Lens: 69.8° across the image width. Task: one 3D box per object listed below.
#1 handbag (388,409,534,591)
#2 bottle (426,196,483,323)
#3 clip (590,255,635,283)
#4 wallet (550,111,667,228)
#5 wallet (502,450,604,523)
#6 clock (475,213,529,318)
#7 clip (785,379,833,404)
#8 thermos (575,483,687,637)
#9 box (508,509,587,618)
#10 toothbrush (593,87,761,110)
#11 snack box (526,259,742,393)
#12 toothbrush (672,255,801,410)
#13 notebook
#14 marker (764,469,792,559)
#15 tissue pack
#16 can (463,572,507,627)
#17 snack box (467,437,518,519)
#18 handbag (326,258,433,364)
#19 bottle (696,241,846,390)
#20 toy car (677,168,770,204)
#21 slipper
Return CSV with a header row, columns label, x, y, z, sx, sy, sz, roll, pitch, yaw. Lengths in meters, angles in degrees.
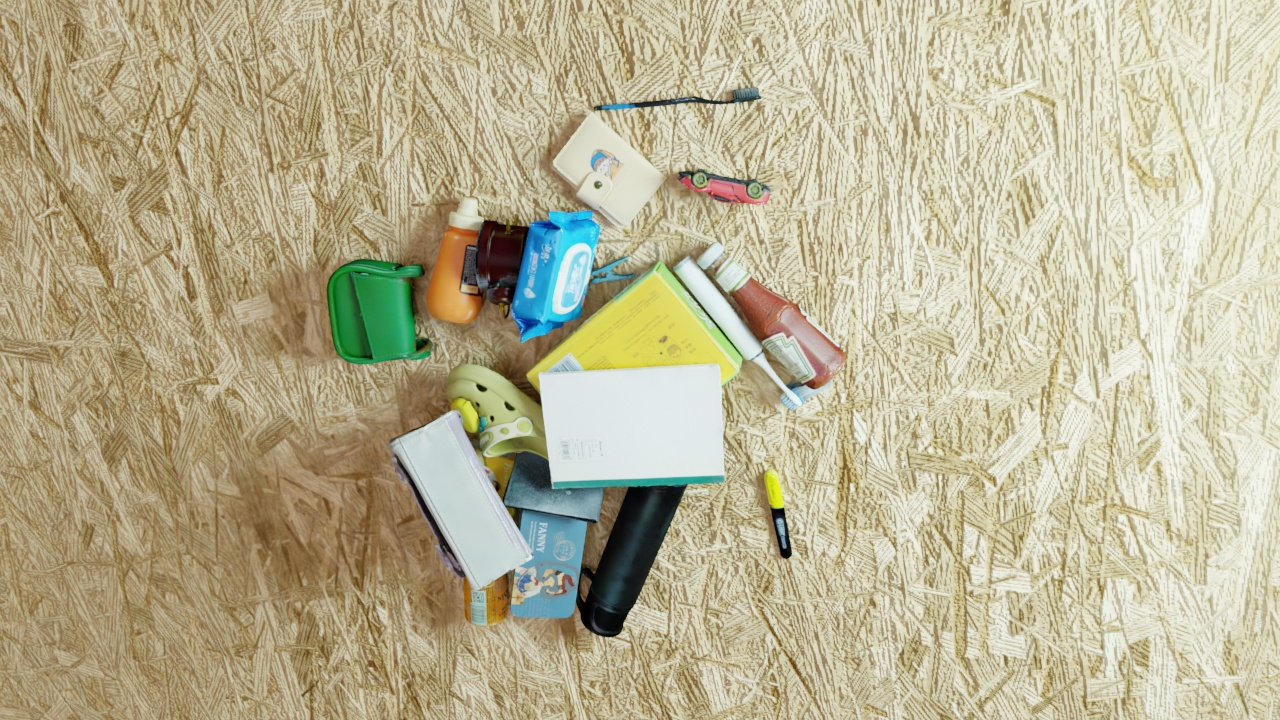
label,x,y,z,sx,sy,sz,roll,pitch,yaw
handbag,-0.220,0.164,1.098,0.098,0.145,0.197,-28,93,-12
bottle,-0.216,-0.122,1.099,0.067,0.066,0.149,12,101,5
clip,-0.035,-0.105,1.096,0.056,0.013,0.039,-16,103,14
wallet,-0.040,-0.215,1.058,0.115,0.024,0.087,40,110,-6
wallet,-0.104,0.150,1.143,0.121,0.097,0.019,9,140,2
clock,-0.160,-0.110,1.080,0.055,0.082,0.122,4,106,1
clip,0.204,0.032,1.098,0.058,0.045,0.027,-25,100,10
thermos,-0.021,0.236,1.176,0.090,0.068,0.243,30,111,20
box,-0.120,0.242,1.185,0.089,0.059,0.184,3,112,-12
toothbrush,0.040,-0.291,1.025,0.190,0.014,0.016,-1,106,11
snack box,-0.006,0.006,1.096,0.210,0.070,0.157,-38,98,18
toothbrush,0.117,-0.031,1.077,0.026,0.026,0.221,-38,93,30
notebook,-0.008,0.080,1.071,0.209,0.012,0.150,-3,110,5
marker,0.174,0.195,1.155,0.018,0.015,0.124,-9,107,15
tissue pack,-0.096,-0.098,1.063,0.052,0.094,0.157,24,111,23
can,-0.207,0.278,1.221,0.058,0.058,0.146,4,108,8
snack box,-0.220,0.148,1.197,0.140,0.033,0.087,16,108,2
handbag,-0.320,-0.060,1.134,0.120,0.068,0.131,0,106,2
bottle,0.148,-0.055,1.060,0.206,0.059,0.060,45,109,-1
toy car,0.093,-0.194,1.028,0.106,0.049,0.031,13,107,4
slipper,-0.165,0.078,1.119,0.190,0.081,0.092,32,149,5
